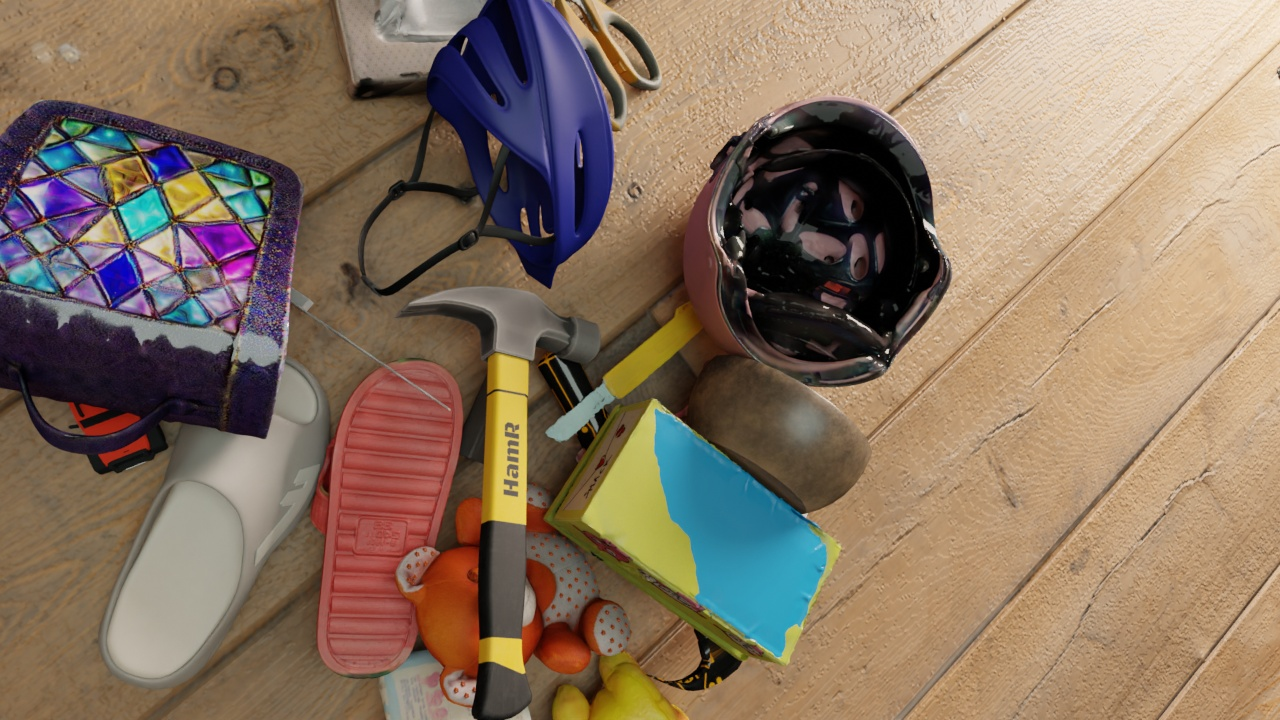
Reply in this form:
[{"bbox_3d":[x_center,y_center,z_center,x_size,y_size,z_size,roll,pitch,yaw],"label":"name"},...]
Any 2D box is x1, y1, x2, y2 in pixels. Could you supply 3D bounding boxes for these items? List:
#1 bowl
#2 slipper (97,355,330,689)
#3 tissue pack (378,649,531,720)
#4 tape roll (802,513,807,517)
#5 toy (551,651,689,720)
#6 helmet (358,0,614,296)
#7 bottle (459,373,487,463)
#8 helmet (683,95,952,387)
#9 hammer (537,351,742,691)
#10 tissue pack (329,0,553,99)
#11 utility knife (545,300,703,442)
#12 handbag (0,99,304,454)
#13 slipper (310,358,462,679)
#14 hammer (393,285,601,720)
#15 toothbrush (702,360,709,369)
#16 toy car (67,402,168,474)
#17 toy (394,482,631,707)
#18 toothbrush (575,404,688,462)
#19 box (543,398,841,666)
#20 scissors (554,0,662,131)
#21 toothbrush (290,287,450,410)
[{"bbox_3d":[0.109,0.070,0.785,0.162,0.162,0.070,38,75,-15],"label":"bowl"},{"bbox_3d":[-0.316,0.118,0.679,0.113,0.081,0.265,27,79,-14],"label":"slipper"},{"bbox_3d":[-0.137,0.297,0.708,0.112,0.181,0.070,-9,133,-17],"label":"tissue pack"},{"bbox_3d":[0.119,0.129,0.874,0.093,0.013,0.093,1,88,-21],"label":"tape roll"},{"bbox_3d":[-0.041,0.349,0.770,0.193,0.087,0.134,-36,104,-18],"label":"toy"},{"bbox_3d":[-0.126,-0.151,0.707,0.227,0.148,0.242,-30,131,-23],"label":"helmet"},{"bbox_3d":[-0.123,0.031,0.779,0.030,0.030,0.113,25,80,-18],"label":"bottle"},{"bbox_3d":[0.146,-0.100,0.818,0.230,0.153,0.255,22,79,-16],"label":"helmet"},{"bbox_3d":[-0.003,0.133,0.792,0.123,0.036,0.320,-29,90,-28],"label":"hammer"},{"bbox_3d":[-0.159,-0.282,0.761,0.181,0.071,0.104,-11,93,-17],"label":"tissue pack"},{"bbox_3d":[-0.005,0.005,0.802,0.030,0.019,0.218,51,52,-2],"label":"utility knife"},{"bbox_3d":[-0.338,-0.041,0.613,0.204,0.126,0.221,14,55,-20],"label":"handbag"},{"bbox_3d":[-0.206,0.120,0.728,0.103,0.059,0.248,13,82,-25],"label":"slipper"},{"bbox_3d":[-0.103,0.090,0.670,0.169,0.034,0.323,16,60,-34],"label":"hammer"},{"bbox_3d":[0.128,0.062,0.880,0.184,0.016,0.015,43,67,-16],"label":"toothbrush"},{"bbox_3d":[-0.391,0.032,0.670,0.051,0.049,0.100,-24,96,-20],"label":"toy car"},{"bbox_3d":[-0.100,0.182,0.719,0.172,0.093,0.163,-13,68,-52],"label":"toy"},{"bbox_3d":[0.003,0.064,0.832,0.134,0.016,0.021,-23,89,-20],"label":"toothbrush"},{"bbox_3d":[0.047,0.143,0.755,0.221,0.082,0.124,37,67,-18],"label":"box"},{"bbox_3d":[-0.054,-0.314,0.791,0.133,0.016,0.228,-46,114,-40],"label":"scissors"},{"bbox_3d":[-0.214,-0.013,0.711,0.181,0.010,0.010,32,76,15],"label":"toothbrush"}]
